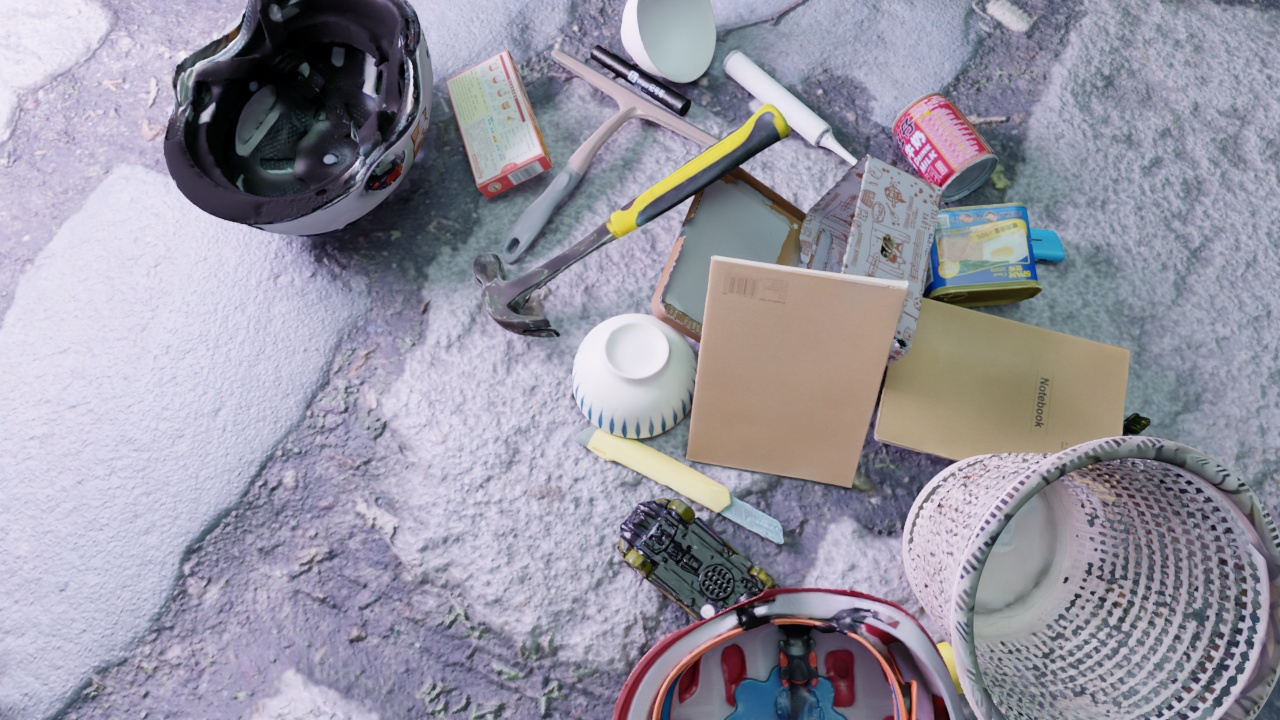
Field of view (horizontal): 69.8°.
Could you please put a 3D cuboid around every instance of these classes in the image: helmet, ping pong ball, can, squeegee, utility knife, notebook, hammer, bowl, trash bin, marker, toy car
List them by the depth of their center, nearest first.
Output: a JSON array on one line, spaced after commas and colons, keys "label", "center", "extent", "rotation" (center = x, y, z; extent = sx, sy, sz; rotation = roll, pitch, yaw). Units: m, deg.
[{"label": "trash bin", "center": [0.295, 0.155, 0.664], "extent": [0.227, 0.192, 0.227], "rotation": [0, 94, -6]}, {"label": "helmet", "center": [0.108, 0.274, 0.669], "extent": [0.240, 0.144, 0.206], "rotation": [-6, 73, 11]}, {"label": "ping pong ball", "center": [0.248, 0.245, 0.731], "extent": [0.040, 0.040, 0.040], "rotation": [-1, 66, 1]}, {"label": "notebook", "center": [0.120, 0.015, 0.755], "extent": [0.149, 0.212, 0.012], "rotation": [9, 37, 6]}, {"label": "toy car", "center": [0.051, 0.179, 0.765], "extent": [0.158, 0.042, 0.070], "rotation": [39, 73, 12]}, {"label": "notebook", "center": [0.320, 0.029, 0.808], "extent": [0.208, 0.008, 0.147], "rotation": [15, 69, 5]}, {"label": "utility knife", "center": [0.035, 0.106, 0.810], "extent": [0.207, 0.021, 0.030], "rotation": [24, 70, 19]}, {"label": "bowl", "center": [-0.005, 0.005, 0.826], "extent": [0.116, 0.066, 0.116], "rotation": [0, 62, 0]}, {"label": "hammer", "center": [-0.006, -0.130, 0.843], "extent": [0.323, 0.032, 0.126], "rotation": [-32, 50, 7]}, {"label": "can", "center": [0.315, -0.097, 0.861], "extent": [0.102, 0.057, 0.083], "rotation": [-4, 77, 4]}, {"label": "helmet", "center": [-0.312, -0.232, 0.897], "extent": [0.230, 0.157, 0.273], "rotation": [21, 79, 10]}, {"label": "utility knife", "center": [0.310, -0.120, 0.904], "extent": [0.204, 0.018, 0.034], "rotation": [6, 67, 6]}, {"label": "can", "center": [0.302, -0.214, 0.918], "extent": [0.066, 0.067, 0.093], "rotation": [-25, 68, -9]}, {"label": "squeegee", "center": [-0.062, -0.196, 0.938], "extent": [0.248, 0.040, 0.249], "rotation": [33, 72, 14]}, {"label": "bowl", "center": [0.018, -0.353, 0.982], "extent": [0.065, 0.118, 0.118], "rotation": [4, 59, 47]}, {"label": "marker", "center": [0.000, -0.303, 0.991], "extent": [0.132, 0.020, 0.022], "rotation": [37, 42, 20]}]

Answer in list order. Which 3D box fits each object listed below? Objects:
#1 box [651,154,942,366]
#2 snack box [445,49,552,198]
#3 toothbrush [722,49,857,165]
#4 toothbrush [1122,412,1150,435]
[{"label": "box", "center": [0.132, -0.096, 0.817], "extent": [0.193, 0.157, 0.182], "rotation": [23, 66, -11]}, {"label": "snack box", "center": [-0.149, -0.247, 0.952], "extent": [0.077, 0.027, 0.155], "rotation": [-24, 62, 8]}, {"label": "toothbrush", "center": [0.170, -0.252, 0.961], "extent": [0.221, 0.026, 0.027], "rotation": [45, 101, 19]}, {"label": "toothbrush", "center": [0.361, 0.106, 0.796], "extent": [0.212, 0.027, 0.026], "rotation": [-32, 107, -12]}]
